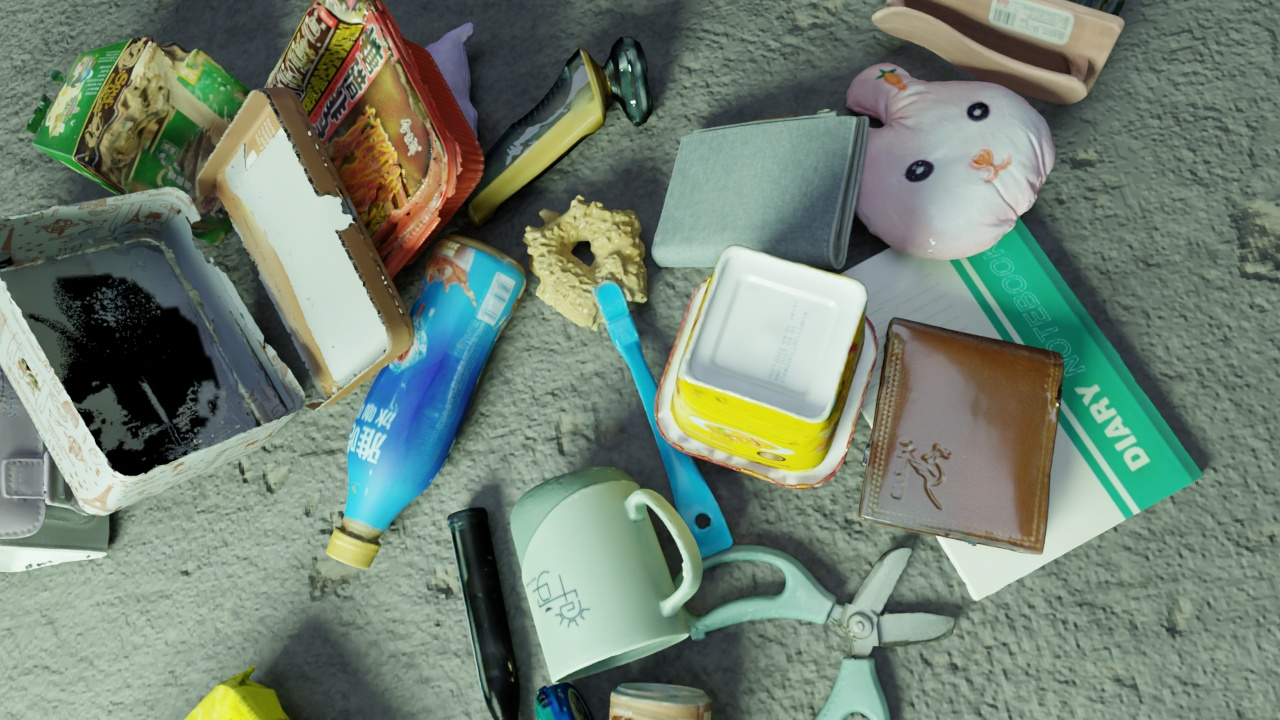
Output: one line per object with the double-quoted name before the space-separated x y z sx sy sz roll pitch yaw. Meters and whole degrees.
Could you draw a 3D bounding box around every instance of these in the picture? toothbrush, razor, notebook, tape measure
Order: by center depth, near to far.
"tape measure" -0.042 0.217 0.534 0.025 0.054 0.058 -28 72 0
"notebook" 0.210 0.015 0.553 0.150 0.012 0.209 -29 75 0
"toothbrush" -0.088 0.197 0.565 0.027 0.026 0.212 -27 70 40
"razor" -0.059 -0.155 0.638 0.167 0.062 0.067 -41 104 4

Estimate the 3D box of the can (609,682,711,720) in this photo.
"can" 0.008 0.245 0.516 0.058 0.058 0.116 2 76 11

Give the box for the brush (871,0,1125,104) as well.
"brush" 0.225 -0.216 0.588 0.146 0.063 0.073 28 72 17

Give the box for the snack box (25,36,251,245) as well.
"snack box" -0.360 -0.165 0.671 0.106 0.117 0.118 14 76 26

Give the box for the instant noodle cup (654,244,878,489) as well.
"instant noodle cup" 0.070 0.000 0.500 0.116 0.124 0.116 18 79 9

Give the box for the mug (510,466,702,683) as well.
"mug" -0.017 0.117 0.531 0.112 0.082 0.106 -32 65 30

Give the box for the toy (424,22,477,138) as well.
"toy" -0.150 -0.183 0.664 0.084 0.039 0.108 -16 78 22

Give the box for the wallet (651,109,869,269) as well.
"wallet" 0.077 -0.108 0.588 0.130 0.037 0.106 5 74 37

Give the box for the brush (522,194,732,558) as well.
"brush" -0.004 0.003 0.586 0.083 0.046 0.254 -23 74 -3

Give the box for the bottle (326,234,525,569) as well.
"bottle" -0.144 0.028 0.597 0.065 0.065 0.218 20 82 15

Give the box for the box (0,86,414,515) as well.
"box" -0.277 -0.032 0.550 0.198 0.157 0.181 -29 88 42

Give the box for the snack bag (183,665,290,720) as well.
"snack bag" -0.217 0.317 0.536 0.246 0.068 0.158 43 86 17

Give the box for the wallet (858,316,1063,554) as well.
"wallet" 0.183 0.043 0.527 0.101 0.032 0.124 10 78 11

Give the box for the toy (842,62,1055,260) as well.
"toy" 0.172 -0.130 0.573 0.121 0.054 0.159 -47 54 -4

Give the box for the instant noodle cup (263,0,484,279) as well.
"instant noodle cup" -0.179 -0.137 0.613 0.165 0.079 0.188 -40 69 33

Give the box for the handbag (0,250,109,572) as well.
"handbag" -0.427 0.033 0.607 0.098 0.145 0.196 -12 74 10

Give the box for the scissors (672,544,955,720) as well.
"scissors" 0.097 0.186 0.536 0.170 0.019 0.181 -1 75 10
